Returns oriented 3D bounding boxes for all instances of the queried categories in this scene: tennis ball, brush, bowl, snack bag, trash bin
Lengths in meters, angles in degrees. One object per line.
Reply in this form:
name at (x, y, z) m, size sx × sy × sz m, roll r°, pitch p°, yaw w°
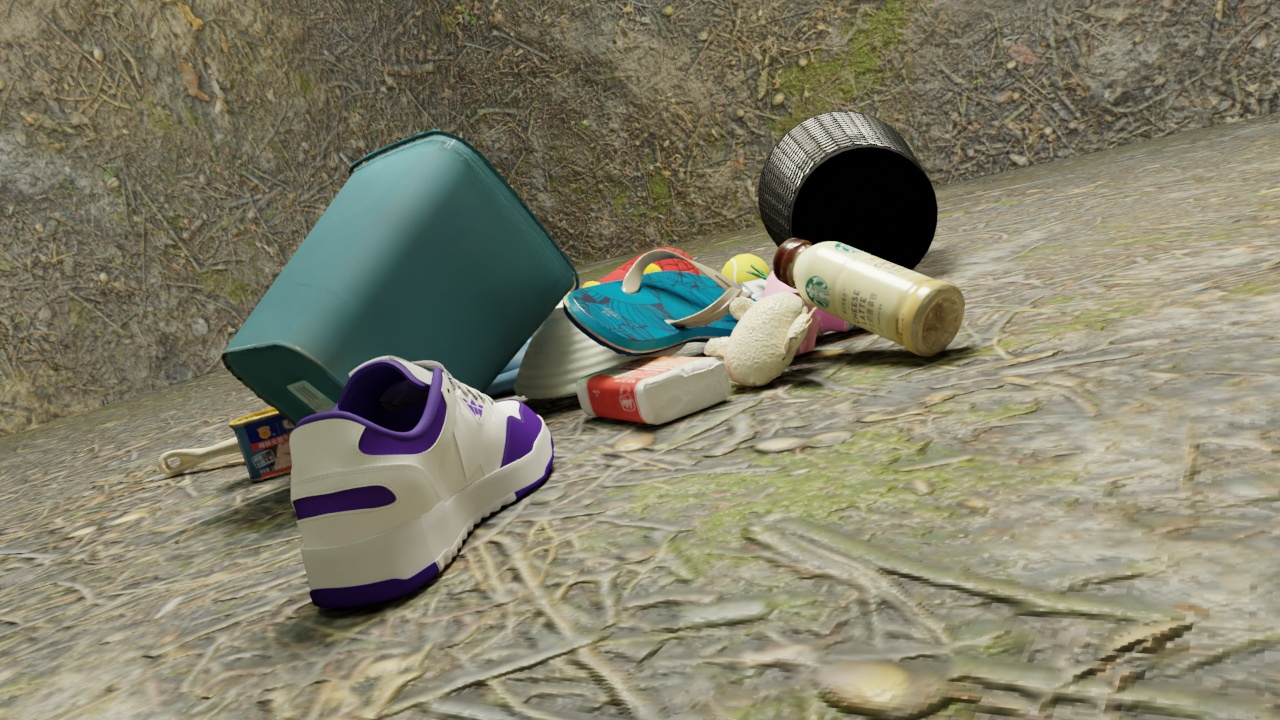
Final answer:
tennis ball at (0.137, -0.106, 1.192) m, size 0.065 × 0.065 × 0.065 m, roll -14°, pitch 9°, yaw 2°
brush at (-0.394, 0.080, 0.961) m, size 0.273 × 0.062 × 0.077 m, roll -16°, pitch 4°, yaw 14°
bowl at (-0.047, -0.029, 0.877) m, size 0.177 × 0.071 × 0.177 m, roll -16°, pitch 14°, yaw 4°
snack bag at (0.008, 0.022, 0.722) m, size 0.076 × 0.036 × 0.116 m, roll -18°, pitch 10°, yaw -29°
trash bin at (0.260, -0.193, 1.140) m, size 0.217 × 0.217 × 0.242 m, roll -13°, pitch 16°, yaw 9°
trash bin at (-0.207, -0.040, 0.780) m, size 0.200 × 0.196 × 0.218 m, roll -5°, pitch 45°, yaw 45°

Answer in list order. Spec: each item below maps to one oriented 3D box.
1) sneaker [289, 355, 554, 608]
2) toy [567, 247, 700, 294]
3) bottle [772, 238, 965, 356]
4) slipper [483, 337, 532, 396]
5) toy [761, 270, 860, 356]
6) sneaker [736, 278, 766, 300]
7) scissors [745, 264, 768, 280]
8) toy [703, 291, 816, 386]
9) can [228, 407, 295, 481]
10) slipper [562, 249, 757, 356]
sneaker at (-0.129, 0.046, 0.552) m, size 0.092 × 0.111 × 0.243 m, roll -12°, pitch 10°, yaw 15°
toy at (-0.010, -0.089, 1.218) m, size 0.215 × 0.099 × 0.148 m, roll -22°, pitch 20°, yaw -36°
bottle at (0.170, -0.056, 0.715) m, size 0.056 × 0.057 × 0.162 m, roll -19°, pitch 32°, yaw -28°
slipper at (-0.163, 0.006, 1.010) m, size 0.214 × 0.059 × 0.103 m, roll -14°, pitch 11°, yaw 10°
toy at (0.157, -0.048, 0.825) m, size 0.123 × 0.067 × 0.157 m, roll -10°, pitch 15°, yaw 11°
sneaker at (0.053, -0.067, 1.050) m, size 0.235 × 0.079 × 0.087 m, roll -15°, pitch 9°, yaw -4°
scissors at (0.164, -0.077, 0.997) m, size 0.125 × 0.011 × 0.131 m, roll 15°, pitch 18°, yaw -34°
toy at (0.100, -0.018, 0.721) m, size 0.112 × 0.050 × 0.087 m, roll 7°, pitch 57°, yaw 48°
can at (-0.328, 0.071, 0.867) m, size 0.099 × 0.059 × 0.054 m, roll -16°, pitch 9°, yaw -10°
slipper at (0.038, -0.060, 0.834) m, size 0.118 × 0.060 × 0.294 m, roll 35°, pitch 24°, yaw 24°
